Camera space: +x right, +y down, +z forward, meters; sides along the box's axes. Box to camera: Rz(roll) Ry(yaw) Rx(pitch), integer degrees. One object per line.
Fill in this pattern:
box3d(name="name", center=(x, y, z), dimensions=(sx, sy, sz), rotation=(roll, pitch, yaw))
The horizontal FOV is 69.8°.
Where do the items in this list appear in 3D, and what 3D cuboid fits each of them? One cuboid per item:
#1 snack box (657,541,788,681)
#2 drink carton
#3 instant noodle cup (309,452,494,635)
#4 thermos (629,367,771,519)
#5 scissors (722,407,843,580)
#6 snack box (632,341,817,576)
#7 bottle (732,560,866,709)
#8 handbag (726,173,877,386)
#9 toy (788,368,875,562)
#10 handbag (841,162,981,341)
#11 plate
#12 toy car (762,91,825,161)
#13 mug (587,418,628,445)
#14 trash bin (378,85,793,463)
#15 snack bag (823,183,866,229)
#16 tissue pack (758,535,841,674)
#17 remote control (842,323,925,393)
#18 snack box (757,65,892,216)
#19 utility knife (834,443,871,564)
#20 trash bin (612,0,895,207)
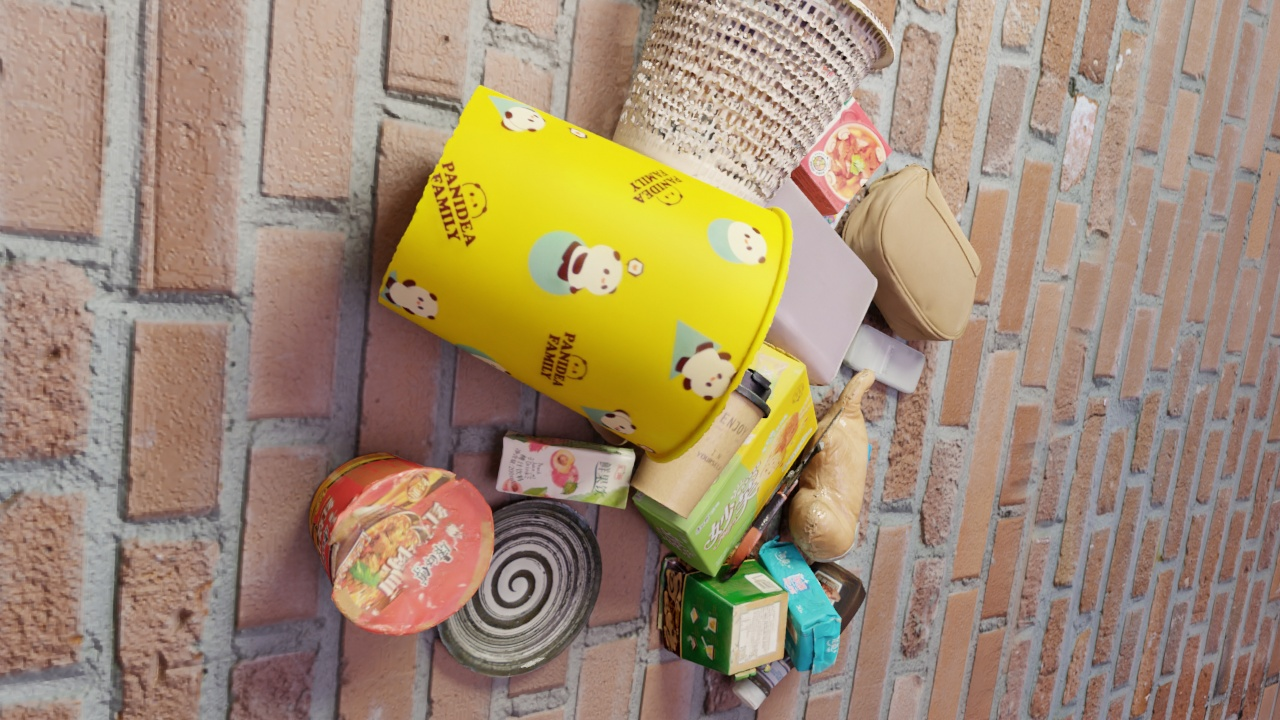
box3d(name="snack box", center=(0.098, 0.274, 0.999), dimensions=(0.118, 0.106, 0.117), rotation=(-5, 102, -34))
box3d(name="drink carton", center=(-0.069, 0.101, 0.855), dimensions=(0.122, 0.045, 0.053), rotation=(9, 97, -4))
box3d(name="instant noodle cup", center=(-0.204, 0.142, 0.762), dimensions=(0.137, 0.109, 0.138), rotation=(-8, 104, -33))
box3d(name="thermos", center=(0.053, 0.067, 0.832), dimensions=(0.093, 0.093, 0.143), rotation=(36, 81, -34))
box3d(name="scissors", center=(0.152, 0.141, 0.977), dimensions=(0.227, 0.015, 0.189), rotation=(-55, 169, 3))
box3d(name="snack box", center=(0.095, 0.103, 0.944), dimensions=(0.209, 0.070, 0.158), rotation=(-53, 152, -14))
box3d(name="bottle", center=(0.183, 0.324, 1.084), dimensions=(0.194, 0.080, 0.044), rotation=(-46, 135, -17))
box3d(name="handbag", center=(0.143, -0.083, 0.953), dimensions=(0.197, 0.099, 0.144), rotation=(39, 63, -32))
box3d(name="toy", center=(0.226, 0.121, 1.059), dimensions=(0.143, 0.082, 0.225), rotation=(62, 42, -68))
box3d(name="handbag", center=(0.315, -0.120, 1.071), dimensions=(0.204, 0.100, 0.147), rotation=(48, 65, -32))
box3d(name="plate", center=(-0.117, 0.218, 0.892), dimensions=(0.179, 0.024, 0.179), rotation=(-8, 106, -31))
box3d(name="toy car", center=(0.156, -0.232, 0.920), dimensions=(0.043, 0.034, 0.090), rotation=(33, 78, -16))
box3d(name="mug", center=(-0.005, 0.005, 0.893), dimensions=(0.103, 0.084, 0.124), rotation=(-26, 95, -29))
box3d(name="trash bin", center=(-0.050, -0.073, 0.727), dimensions=(0.255, 0.230, 0.229), rotation=(25, 85, -13))
box3d(name="snack bag", center=(0.215, -0.171, 1.031), dimensions=(0.045, 0.026, 0.105), rotation=(39, 79, -40))
box3d(name="tissue pack", center=(0.174, 0.273, 1.032), dimensions=(0.050, 0.133, 0.093), rotation=(-16, 133, -12))
box3d(name="remote control", center=(0.301, -0.002, 1.130), dimensions=(0.135, 0.020, 0.056), rotation=(21, 89, -36))
box3d(name="snack box", center=(0.205, -0.239, 0.984), dimensions=(0.113, 0.044, 0.127), rotation=(46, 74, -18))
box3d(name="utility knife", center=(0.254, 0.186, 1.141), dimensions=(0.034, 0.018, 0.187), rotation=(9, 96, -24))
box3d(name="trash bin", center=(0.082, -0.242, 0.827), dimensions=(0.227, 0.227, 0.192), rotation=(24, 99, -36))
